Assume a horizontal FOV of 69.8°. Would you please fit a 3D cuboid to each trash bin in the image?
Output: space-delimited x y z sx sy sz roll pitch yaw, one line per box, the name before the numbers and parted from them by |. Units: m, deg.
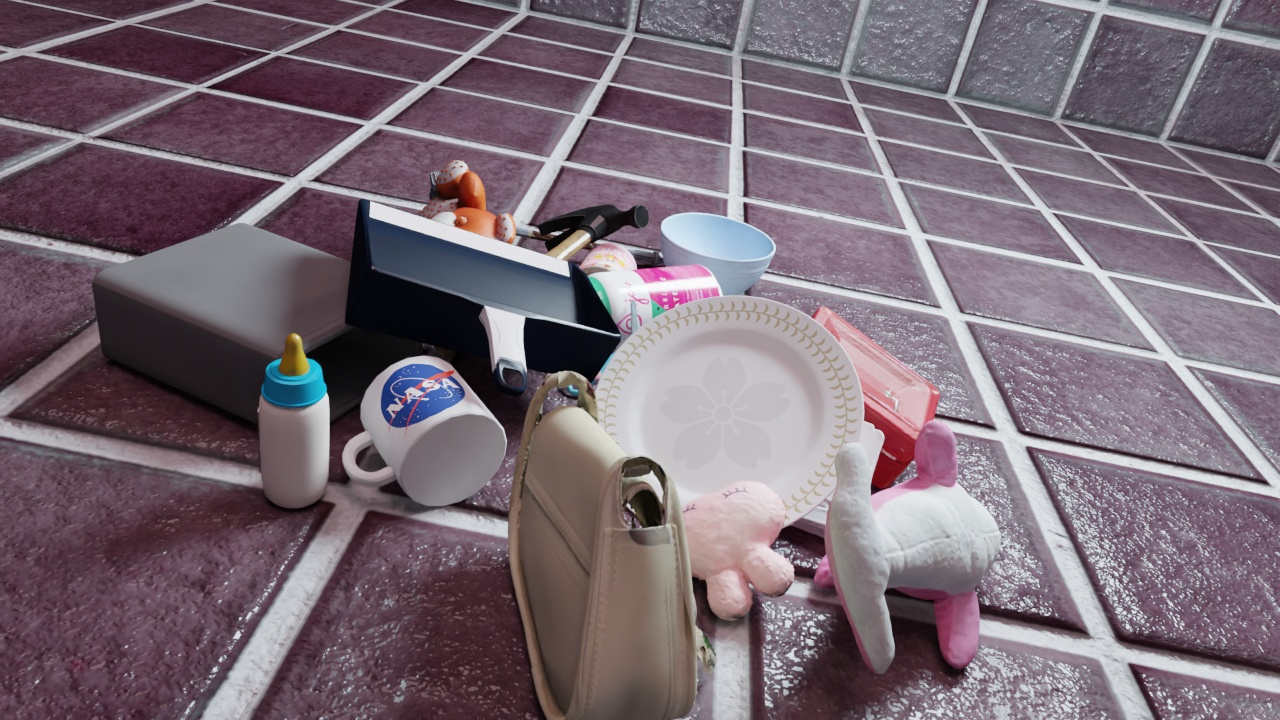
trash bin | -0.347 -0.036 0.855 0.220 0.098 0.191 20 31 17

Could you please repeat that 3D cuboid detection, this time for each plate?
plate | 0.074 0.047 0.818 0.243 0.016 0.242 -6 59 10

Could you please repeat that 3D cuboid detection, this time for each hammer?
hammer | -0.124 -0.097 1.039 0.132 0.040 0.304 1 33 40
hammer | -0.116 -0.157 1.176 0.321 0.099 0.044 9 29 -22

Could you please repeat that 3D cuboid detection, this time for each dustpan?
dustpan | -0.135 -0.054 0.827 0.236 0.080 0.272 15 44 -26

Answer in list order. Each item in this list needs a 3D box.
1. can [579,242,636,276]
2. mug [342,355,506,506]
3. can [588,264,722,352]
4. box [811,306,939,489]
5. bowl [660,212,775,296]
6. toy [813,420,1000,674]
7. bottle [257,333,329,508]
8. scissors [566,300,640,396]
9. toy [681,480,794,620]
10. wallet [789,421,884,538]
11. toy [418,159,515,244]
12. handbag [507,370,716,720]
can | -0.043 -0.097 1.096 0.067 0.067 0.076 14 31 5
mug | -0.184 0.064 0.753 0.121 0.091 0.090 -27 44 -21
can | 0.007 -0.058 1.024 0.165 0.088 0.088 -8 35 -31
box | 0.210 0.032 0.905 0.158 0.087 0.129 35 32 6
bowl | 0.094 -0.129 1.192 0.150 0.075 0.150 8 30 -5
toy | 0.194 0.146 0.715 0.128 0.186 0.265 -14 -13 35
bottle | -0.262 0.043 0.694 0.051 0.146 0.051 9 30 -5
scissors | -0.004 0.006 0.931 0.136 0.015 0.126 -42 72 -8
toy | 0.071 0.148 0.716 0.108 0.053 0.105 -26 54 -5
wallet | 0.165 0.099 0.819 0.086 0.032 0.116 13 59 16
toy | -0.214 -0.133 1.017 0.093 0.164 0.172 37 1 -40
handbag | -0.012 0.122 0.632 0.131 0.184 0.229 1 14 -22
